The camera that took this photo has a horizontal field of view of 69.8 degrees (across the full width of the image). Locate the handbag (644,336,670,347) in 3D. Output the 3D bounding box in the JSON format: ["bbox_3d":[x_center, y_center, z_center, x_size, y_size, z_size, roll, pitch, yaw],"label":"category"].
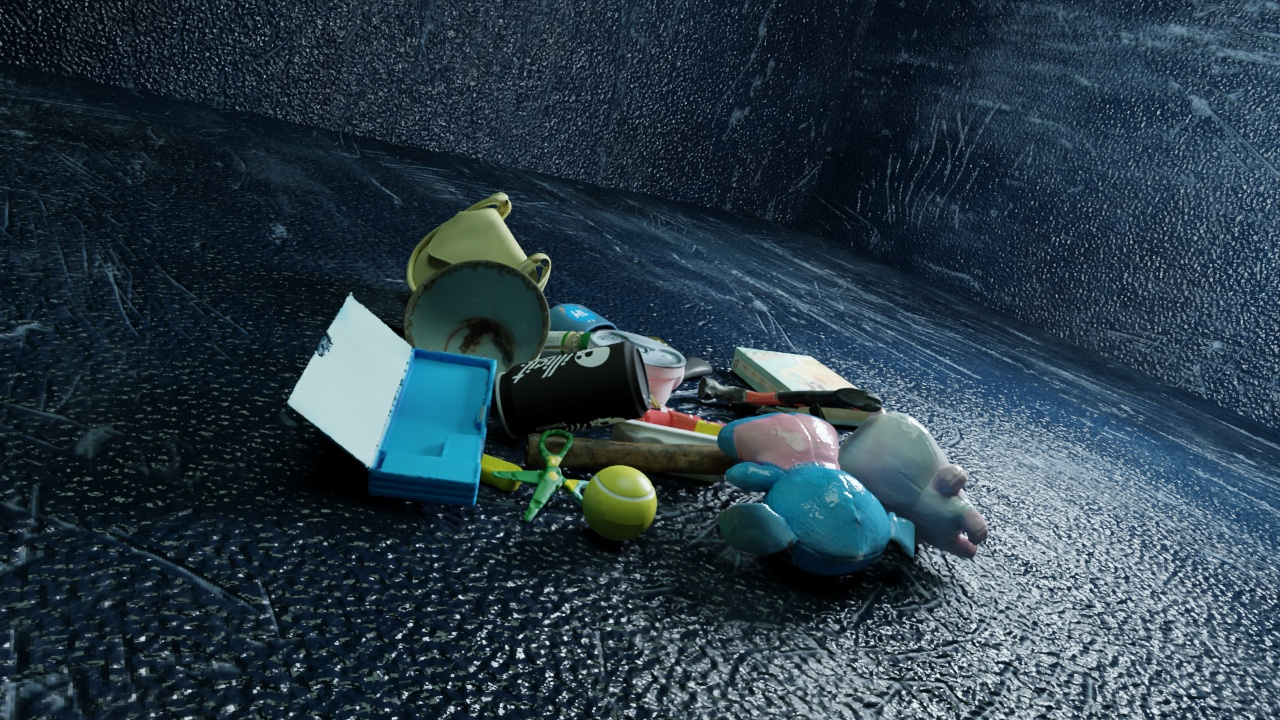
[{"bbox_3d":[-0.039,-0.019,1.329,0.177,0.027,0.084,2,21,-28],"label":"handbag"}]

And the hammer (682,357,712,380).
[{"bbox_3d":[0.020,0.027,1.226,0.125,0.029,0.310,24,18,25],"label":"hammer"}]

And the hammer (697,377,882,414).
[{"bbox_3d":[0.185,0.047,1.106,0.133,0.033,0.333,16,-6,-15],"label":"hammer"}]

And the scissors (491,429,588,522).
[{"bbox_3d":[-0.075,0.113,0.845,0.123,0.012,0.126,34,35,-5],"label":"scissors"}]

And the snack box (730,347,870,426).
[{"bbox_3d":[0.240,0.039,1.363,0.141,0.044,0.193,6,20,-26],"label":"snack box"}]

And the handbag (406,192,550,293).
[{"bbox_3d":[-0.222,-0.121,1.239,0.088,0.191,0.232,24,21,-42],"label":"handbag"}]

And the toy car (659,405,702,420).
[{"bbox_3d":[0.064,0.080,1.098,0.089,0.025,0.038,14,17,-7],"label":"toy car"}]

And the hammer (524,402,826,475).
[{"bbox_3d":[0.046,0.093,0.943,0.330,0.119,0.033,5,-21,-16],"label":"hammer"}]

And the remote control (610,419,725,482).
[{"bbox_3d":[0.032,0.097,0.969,0.133,0.050,0.022,12,16,-14],"label":"remote control"}]

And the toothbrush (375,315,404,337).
[{"bbox_3d":[-0.270,-0.023,1.140,0.188,0.014,0.017,20,30,13],"label":"toothbrush"}]

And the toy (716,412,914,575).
[{"bbox_3d":[0.170,0.126,0.883,0.223,0.099,0.191,8,37,-24],"label":"toy"}]

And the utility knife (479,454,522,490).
[{"bbox_3d":[-0.192,0.083,0.857,0.174,0.020,0.028,20,20,9],"label":"utility knife"}]

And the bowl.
[{"bbox_3d":[-0.183,-0.024,1.045,0.160,0.159,0.094,17,-26,2],"label":"bowl"}]

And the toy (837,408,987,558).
[{"bbox_3d":[0.283,0.135,0.964,0.101,0.139,0.179,-24,50,-35],"label":"toy"}]

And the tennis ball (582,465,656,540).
[{"bbox_3d":[-0.018,0.125,0.804,0.065,0.065,0.065,15,17,-5],"label":"tennis ball"}]

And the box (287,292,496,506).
[{"bbox_3d":[-0.222,0.039,0.844,0.175,0.060,0.243,26,20,-15],"label":"box"}]

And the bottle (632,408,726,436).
[{"bbox_3d":[0.056,0.085,1.020,0.134,0.048,0.072,10,-16,-18],"label":"bottle"}]

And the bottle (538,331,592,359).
[{"bbox_3d":[-0.095,-0.018,1.190,0.110,0.043,0.042,1,9,27],"label":"bottle"}]

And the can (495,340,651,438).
[{"bbox_3d":[-0.068,0.032,0.942,0.146,0.080,0.080,-12,14,9],"label":"can"}]

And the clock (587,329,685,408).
[{"bbox_3d":[-0.007,0.006,1.102,0.117,0.059,0.157,19,15,7],"label":"clock"}]

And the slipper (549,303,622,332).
[{"bbox_3d":[-0.101,-0.053,1.293,0.214,0.059,0.103,20,21,35],"label":"slipper"}]
